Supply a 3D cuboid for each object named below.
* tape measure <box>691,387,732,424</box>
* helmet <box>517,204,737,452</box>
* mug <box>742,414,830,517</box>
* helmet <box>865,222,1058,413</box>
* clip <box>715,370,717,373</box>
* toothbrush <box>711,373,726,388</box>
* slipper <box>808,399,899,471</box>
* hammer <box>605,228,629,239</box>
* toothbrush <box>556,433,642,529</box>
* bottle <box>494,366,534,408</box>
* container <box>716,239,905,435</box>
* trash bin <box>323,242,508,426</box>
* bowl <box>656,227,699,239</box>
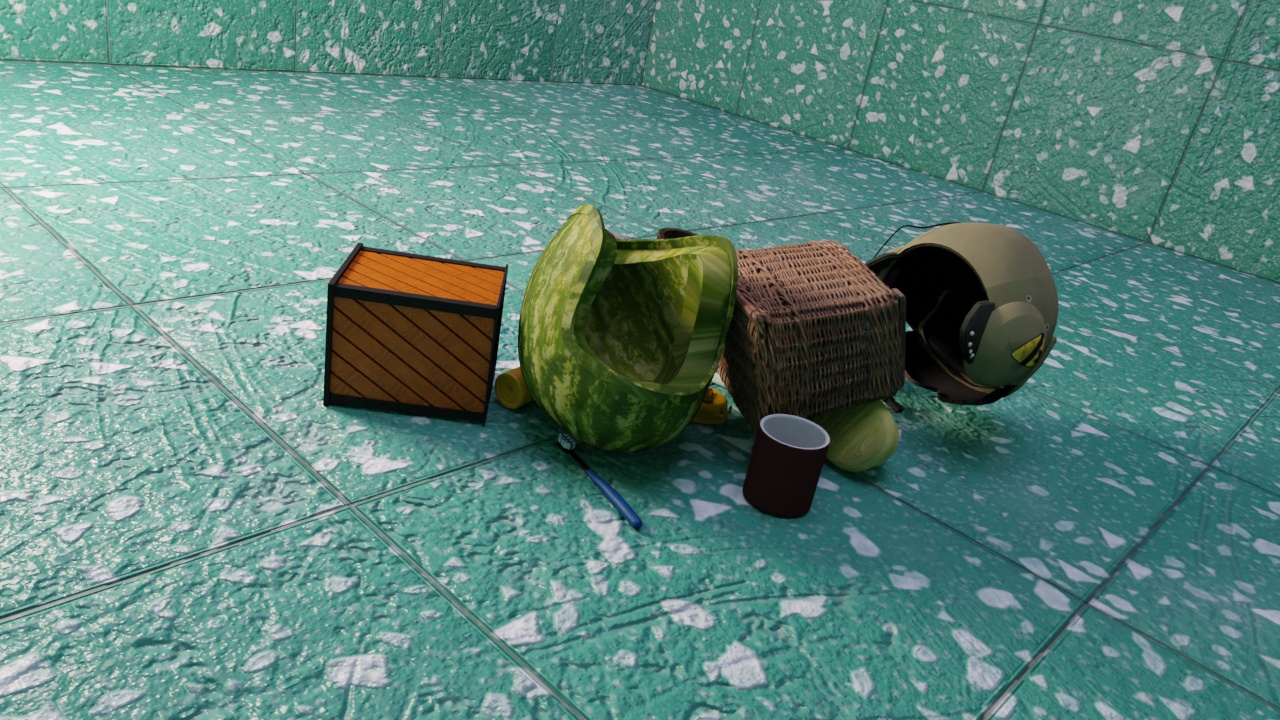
[{"bbox_3d":[0.076,0.052,1.112,0.068,0.030,0.058,11,26,-1],"label":"tape measure"},{"bbox_3d":[-0.023,-0.026,0.986,0.213,0.247,0.244,9,-6,-29],"label":"helmet"},{"bbox_3d":[0.161,0.106,0.962,0.073,0.083,0.105,28,29,34],"label":"mug"},{"bbox_3d":[0.409,-0.047,1.170,0.232,0.256,0.250,-9,32,-32],"label":"helmet"},{"bbox_3d":[0.130,0.019,1.220,0.076,0.023,0.044,27,27,29],"label":"clip"},{"bbox_3d":[0.139,0.041,1.182,0.155,0.015,0.022,23,-4,28],"label":"toothbrush"},{"bbox_3d":[0.254,0.072,1.101,0.081,0.092,0.190,35,17,-28],"label":"slipper"},{"bbox_3d":[0.027,-0.111,1.413,0.326,0.080,0.176,20,25,7],"label":"hammer"},{"bbox_3d":[-0.044,0.120,0.929,0.014,0.014,0.168,0,25,-34],"label":"toothbrush"},{"bbox_3d":[-0.110,0.017,1.093,0.043,0.043,0.143,24,27,27],"label":"bottle"},{"bbox_3d":[0.184,-0.043,1.067,0.183,0.162,0.249,-11,28,-6],"label":"container"},{"bbox_3d":[-0.246,-0.032,1.023,0.171,0.140,0.139,8,24,-7],"label":"trash bin"},{"bbox_3d":[0.073,-0.146,1.374,0.121,0.056,0.121,19,26,-10],"label":"bowl"}]
